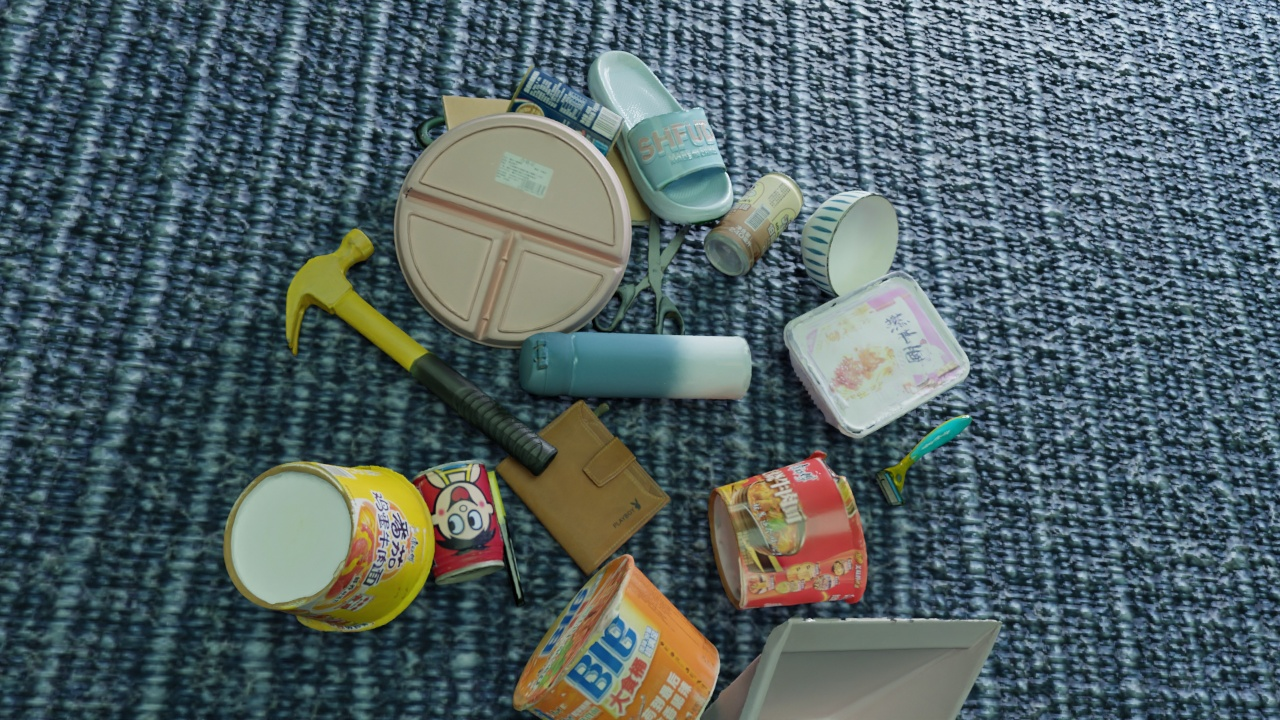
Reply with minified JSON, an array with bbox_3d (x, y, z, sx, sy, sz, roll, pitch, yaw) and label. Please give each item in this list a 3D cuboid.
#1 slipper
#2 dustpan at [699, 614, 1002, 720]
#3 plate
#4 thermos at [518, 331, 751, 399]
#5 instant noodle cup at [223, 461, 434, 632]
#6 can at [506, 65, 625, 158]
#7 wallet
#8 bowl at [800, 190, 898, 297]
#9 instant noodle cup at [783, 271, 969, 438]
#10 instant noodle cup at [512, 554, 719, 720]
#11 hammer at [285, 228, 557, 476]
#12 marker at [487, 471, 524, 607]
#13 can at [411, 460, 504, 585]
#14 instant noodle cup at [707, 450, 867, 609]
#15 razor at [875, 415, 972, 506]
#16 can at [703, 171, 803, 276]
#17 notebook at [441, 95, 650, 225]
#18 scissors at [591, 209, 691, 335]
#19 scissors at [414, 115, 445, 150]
[{"bbox_3d":[0.026,-0.248,0.980,0.103,0.074,0.245,-17,67,-31],"label":"slipper"},{"bbox_3d":[0.155,0.321,0.715,0.222,0.274,0.138,7,47,-26],"label":"dustpan"},{"bbox_3d":[-0.122,-0.125,0.882,0.229,0.028,0.229,0,92,-5],"label":"plate"},{"bbox_3d":[-0.005,0.005,0.887,0.220,0.070,0.070,1,68,-15],"label":"thermos"},{"bbox_3d":[-0.247,0.143,0.723,0.138,0.110,0.138,-3,74,12],"label":"instant noodle cup"},{"bbox_3d":[-0.079,-0.238,0.933,0.111,0.075,0.075,27,64,-10],"label":"can"},{"bbox_3d":[-0.048,0.112,0.856,0.119,0.035,0.130,-40,82,-18],"label":"wallet"},{"bbox_3d":[0.215,-0.127,0.984,0.116,0.116,0.066,-35,39,-24],"label":"bowl"},{"bbox_3d":[0.236,-0.002,0.954,0.173,0.060,0.138,-25,76,-23],"label":"instant noodle cup"},{"bbox_3d":[-0.014,0.251,0.748,0.111,0.152,0.151,40,65,-5],"label":"instant noodle cup"},{"bbox_3d":[-0.202,0.004,0.844,0.301,0.033,0.128,37,67,9],"label":"hammer"},{"bbox_3d":[-0.123,0.160,0.823,0.015,0.018,0.124,-12,73,-17],"label":"marker"},{"bbox_3d":[-0.157,0.141,0.795,0.066,0.067,0.093,-10,72,-18],"label":"can"},{"bbox_3d":[0.127,0.162,0.828,0.108,0.138,0.137,-10,71,-8],"label":"instant noodle cup"},{"bbox_3d":[0.294,0.095,0.946,0.132,0.028,0.043,-36,104,-20],"label":"razor"},{"bbox_3d":[0.122,-0.146,0.984,0.058,0.059,0.116,40,65,4],"label":"can"},{"bbox_3d":[-0.094,-0.210,0.964,0.211,0.012,0.149,-3,68,-25],"label":"notebook"},{"bbox_3d":[0.012,-0.084,0.951,0.159,0.014,0.175,-23,79,-18],"label":"scissors"},{"bbox_3d":[-0.164,-0.195,0.945,0.181,0.019,0.169,45,60,-1],"label":"scissors"}]
